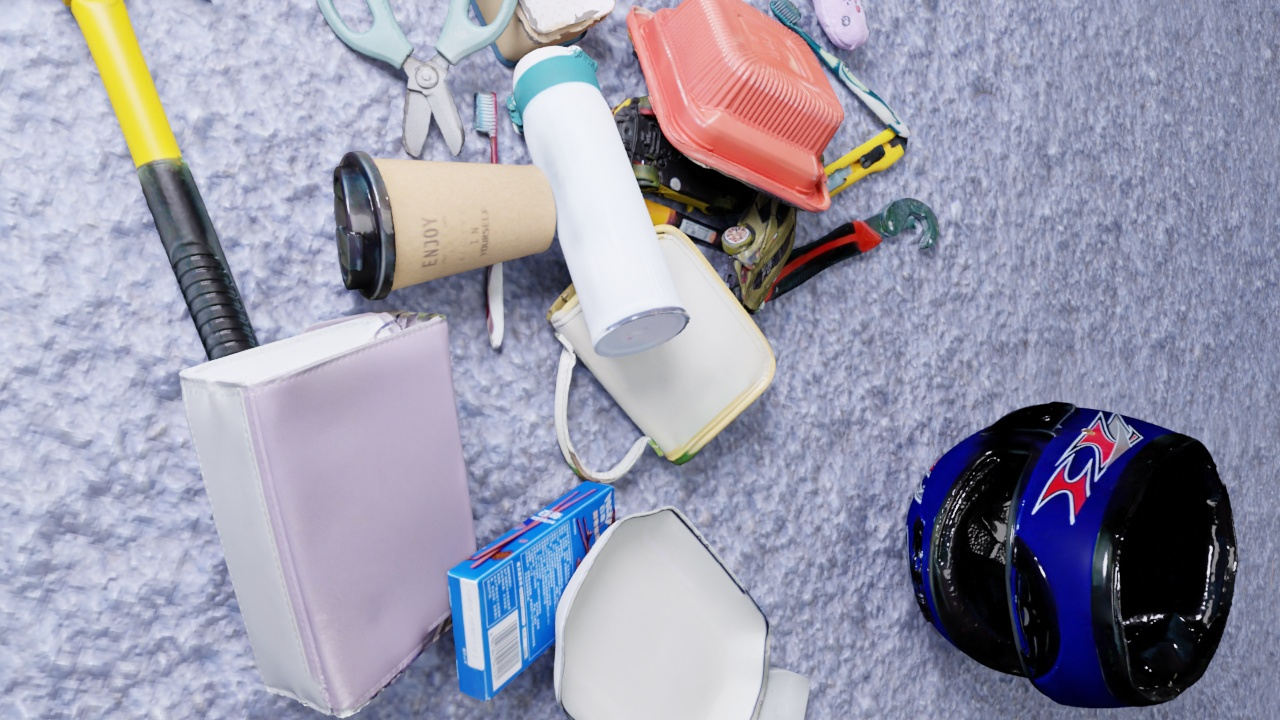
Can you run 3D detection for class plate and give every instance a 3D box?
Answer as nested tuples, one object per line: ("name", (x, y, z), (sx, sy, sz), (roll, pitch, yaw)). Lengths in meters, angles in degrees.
("plate", (0.017, 0.218, 0.678), (0.161, 0.034, 0.266), (-58, 132, -25))

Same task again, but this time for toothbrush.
("toothbrush", (0.192, -0.272, 0.859), (0.191, 0.018, 0.016), (36, 58, -21))
("toothbrush", (-0.109, -0.102, 0.661), (0.017, 0.016, 0.187), (-1, 87, -25))

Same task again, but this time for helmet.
("helmet", (0.355, 0.168, 0.809), (0.314, 0.241, 0.247), (-13, 94, -43))

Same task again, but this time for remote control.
("remote control", (0.108, 0.330, 0.775), (0.056, 0.019, 0.135), (19, 77, -31))

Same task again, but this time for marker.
("marker", (0.033, -0.112, 0.756), (0.123, 0.015, 0.018), (15, 104, -34))

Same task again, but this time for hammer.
("hammer", (-0.281, -0.113, 0.540), (0.128, 0.033, 0.301), (-22, 99, -31))

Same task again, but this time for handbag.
("handbag", (-0.171, 0.080, 0.545), (0.144, 0.099, 0.197), (-25, 113, -49))
("handbag", (-0.004, 0.004, 0.706), (0.178, 0.063, 0.163), (-44, 111, -11))

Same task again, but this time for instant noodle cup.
("instant noodle cup", (0.081, -0.214, 0.713), (0.164, 0.079, 0.188), (15, 44, -33))

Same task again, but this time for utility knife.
("utility knife", (0.203, -0.181, 0.868), (0.173, 0.015, 0.033), (-35, 102, -30))

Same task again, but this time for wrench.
("wrench", (0.189, -0.104, 0.856), (0.272, 0.016, 0.056), (-22, 94, -33))

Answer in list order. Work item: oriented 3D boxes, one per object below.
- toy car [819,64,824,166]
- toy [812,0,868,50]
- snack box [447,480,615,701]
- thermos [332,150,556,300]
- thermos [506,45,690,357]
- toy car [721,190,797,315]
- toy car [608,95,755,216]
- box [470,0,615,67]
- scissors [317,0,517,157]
("toy car", (0.148, -0.201, 0.811), (0.037, 0.054, 0.120), (0, 77, 11))
("toy", (0.181, -0.335, 0.847), (0.083, 0.039, 0.108), (-9, 78, -47))
("snack box", (-0.067, 0.149, 0.621), (0.156, 0.026, 0.084), (-27, 119, -56))
("thermos", (-0.131, -0.091, 0.597), (0.143, 0.093, 0.093), (-11, 93, -31))
("thermos", (-0.036, -0.115, 0.638), (0.073, 0.073, 0.224), (-7, 69, -33))
("toy car", (0.105, -0.108, 0.762), (0.070, 0.042, 0.157), (74, 34, -50))
("toy car", (0.034, -0.160, 0.742), (0.155, 0.041, 0.071), (10, 82, -38))
("box", (-0.089, -0.303, 0.660), (0.089, 0.062, 0.184), (-31, 106, -30))
("scissors", (-0.162, -0.225, 0.615), (0.169, 0.019, 0.177), (14, 103, -11))
